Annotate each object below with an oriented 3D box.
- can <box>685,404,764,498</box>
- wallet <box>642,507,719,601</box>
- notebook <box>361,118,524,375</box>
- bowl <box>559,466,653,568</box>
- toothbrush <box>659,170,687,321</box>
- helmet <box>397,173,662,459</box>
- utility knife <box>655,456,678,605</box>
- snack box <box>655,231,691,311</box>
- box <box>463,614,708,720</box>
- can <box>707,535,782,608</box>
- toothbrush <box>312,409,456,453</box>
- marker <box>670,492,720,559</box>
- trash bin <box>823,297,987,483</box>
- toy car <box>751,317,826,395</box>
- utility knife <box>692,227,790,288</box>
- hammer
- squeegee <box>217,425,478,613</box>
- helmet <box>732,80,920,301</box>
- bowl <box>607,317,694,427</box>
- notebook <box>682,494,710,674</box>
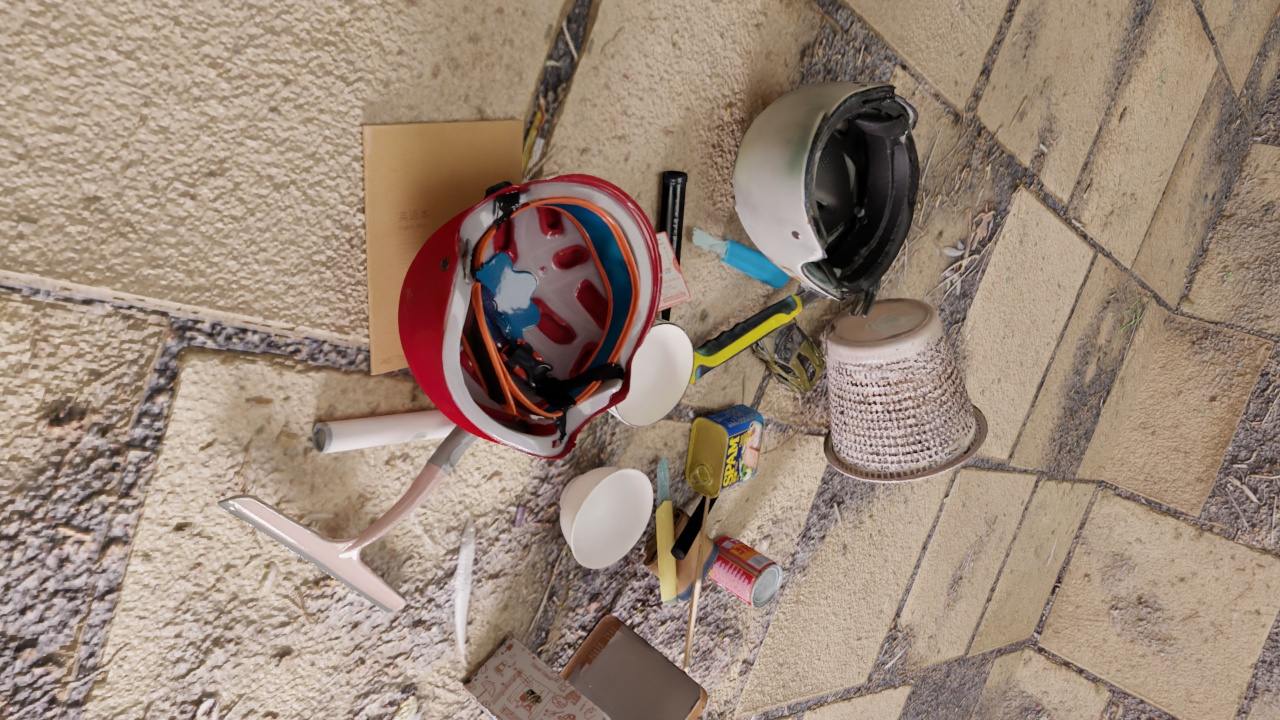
[{"bbox_3d":[0.108,0.112,1.156,0.083,0.057,0.102,-17,121,-43],"label":"can"},{"bbox_3d":[0.053,0.252,1.190,0.090,0.033,0.115,-55,138,-15],"label":"wallet"},{"bbox_3d":[-0.168,-0.099,0.793,0.149,0.012,0.212,-15,120,-40],"label":"notebook"},{"bbox_3d":[-0.050,0.161,1.008,0.118,0.065,0.118,-23,125,-38],"label":"bowl"},{"bbox_3d":[0.029,-0.097,0.990,0.027,0.026,0.213,0,115,-9],"label":"toothbrush"},{"bbox_3d":[-0.102,-0.044,0.771,0.239,0.144,0.207,-49,123,-34],"label":"helmet"},{"bbox_3d":[0.033,0.214,1.124,0.030,0.021,0.207,-21,120,-40],"label":"utility knife"},{"bbox_3d":[-0.023,-0.075,0.916,0.155,0.027,0.077,-21,90,-38],"label":"snack box"},{"bbox_3d":[-0.051,0.372,1.026,0.193,0.183,0.157,-45,136,-22],"label":"box"},{"bbox_3d":[0.137,0.284,1.245,0.066,0.094,0.067,-24,126,-38],"label":"can"},{"bbox_3d":[-0.190,0.059,0.838,0.220,0.027,0.026,-4,72,-46],"label":"toothbrush"},{"bbox_3d":[0.073,0.198,1.159,0.022,0.020,0.131,61,42,-23],"label":"marker"},{"bbox_3d":[0.347,0.029,1.265,0.226,0.228,0.192,-34,119,-30],"label":"trash bin"},{"bbox_3d":[0.194,-0.009,1.198,0.158,0.042,0.070,39,79,-46],"label":"toy car"},{"bbox_3d":[0.119,-0.121,1.075,0.204,0.018,0.034,15,100,-51],"label":"utility knife"},{"bbox_3d":[0.178,-0.059,1.125,0.322,0.032,0.126,-30,119,-23],"label":"hammer"},{"bbox_3d":[-0.191,0.100,0.813,0.249,0.040,0.248,-46,141,-12],"label":"squeegee"},{"bbox_3d":[0.193,-0.194,1.013,0.273,0.157,0.230,15,97,-60],"label":"helmet"},{"bbox_3d":[-0.006,0.006,0.973,0.116,0.066,0.117,-22,123,-37],"label":"bowl"},{"bbox_3d":[0.065,0.288,1.108,0.147,0.008,0.208,-75,171,-58],"label":"notebook"}]
